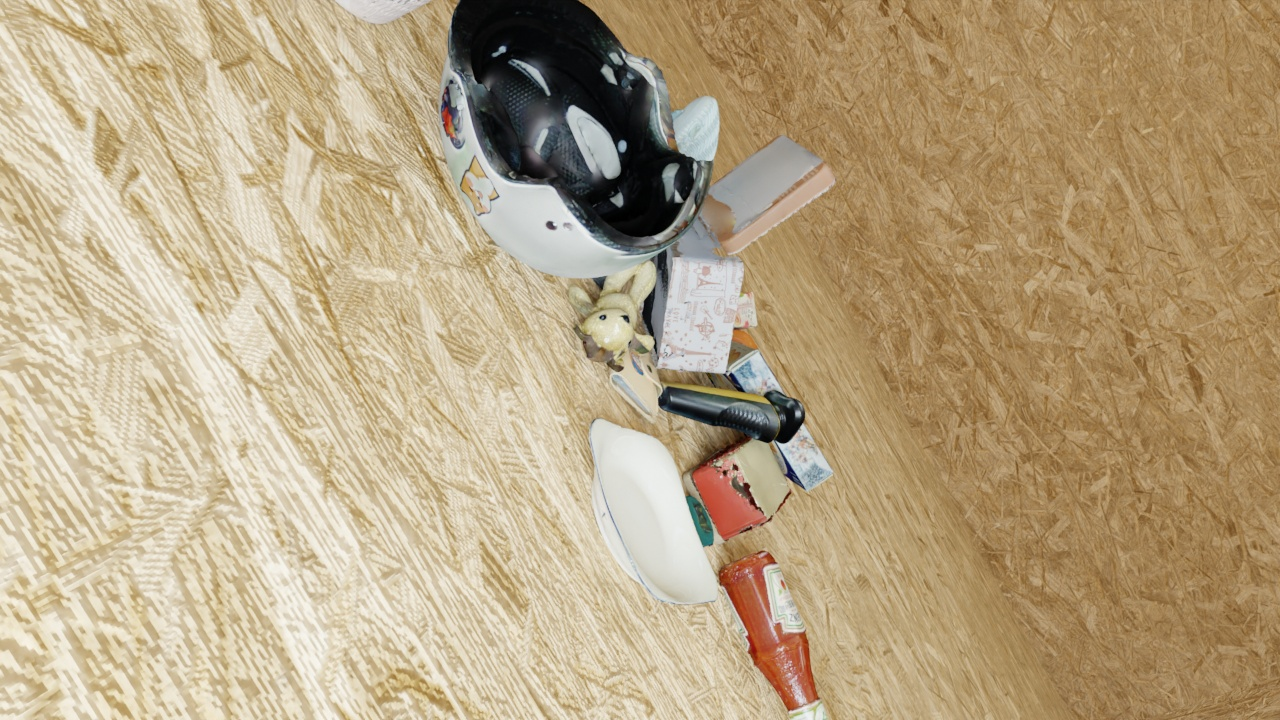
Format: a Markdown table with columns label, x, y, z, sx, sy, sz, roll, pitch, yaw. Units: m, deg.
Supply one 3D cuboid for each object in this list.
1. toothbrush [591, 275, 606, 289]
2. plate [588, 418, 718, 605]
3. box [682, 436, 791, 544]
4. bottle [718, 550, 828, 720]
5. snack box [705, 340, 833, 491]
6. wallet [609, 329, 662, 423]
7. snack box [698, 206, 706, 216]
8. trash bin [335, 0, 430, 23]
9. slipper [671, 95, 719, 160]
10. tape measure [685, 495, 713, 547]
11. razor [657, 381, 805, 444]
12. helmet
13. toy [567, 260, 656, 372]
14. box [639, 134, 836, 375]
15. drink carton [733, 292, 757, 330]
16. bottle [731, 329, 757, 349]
| label | x | y | z | sx | sy | sz | roll | pitch | yaw |
| --- | --- | --- | --- | --- | --- | --- | --- | --- | --- |
| toothbrush | -0.086 | -0.145 | 0.982 | 0.189 | 0.016 | 0.014 | 51 | 17 | -25 |
| plate | 0.002 | 0.135 | 0.789 | 0.163 | 0.034 | 0.164 | 26 | 40 | -59 |
| box | 0.118 | 0.132 | 1.020 | 0.091 | 0.080 | 0.168 | 63 | 18 | 4 |
| bottle | 0.139 | 0.288 | 0.887 | 0.059 | 0.060 | 0.206 | 17 | 47 | -64 |
| snack box | 0.150 | 0.062 | 1.153 | 0.182 | 0.045 | 0.178 | 57 | -5 | -11 |
| wallet | -0.006 | 0.006 | 0.968 | 0.087 | 0.024 | 0.115 | 51 | 19 | -34 |
| snack box | 0.048 | -0.198 | 1.196 | 0.114 | 0.063 | 0.239 | 66 | 23 | -57 |
| trash bin | -0.197 | -0.403 | 0.778 | 0.227 | 0.192 | 0.227 | 50 | 22 | -30 |
| slipper | -0.009 | -0.194 | 0.974 | 0.074 | 0.245 | 0.104 | 40 | -21 | 29 |
| tape measure | 0.052 | 0.160 | 0.897 | 0.058 | 0.025 | 0.054 | 12 | 53 | -67 |
| razor | 0.098 | 0.051 | 1.016 | 0.167 | 0.062 | 0.067 | 12 | 44 | -13 |
| helmet | -0.079 | -0.184 | 0.822 | 0.229 | 0.157 | 0.274 | -25 | 77 | -43 |
| toy | -0.020 | -0.054 | 0.926 | 0.105 | 0.066 | 0.156 | 39 | 39 | -15 |
| box | 0.084 | -0.126 | 0.994 | 0.126 | 0.274 | 0.178 | 27 | 19 | -18 |
| drink carton | 0.116 | -0.069 | 1.286 | 0.122 | 0.046 | 0.053 | -6 | 87 | -53 |
| bottle | 0.136 | -0.015 | 1.310 | 0.067 | 0.067 | 0.149 | 61 | 11 | -1 |
